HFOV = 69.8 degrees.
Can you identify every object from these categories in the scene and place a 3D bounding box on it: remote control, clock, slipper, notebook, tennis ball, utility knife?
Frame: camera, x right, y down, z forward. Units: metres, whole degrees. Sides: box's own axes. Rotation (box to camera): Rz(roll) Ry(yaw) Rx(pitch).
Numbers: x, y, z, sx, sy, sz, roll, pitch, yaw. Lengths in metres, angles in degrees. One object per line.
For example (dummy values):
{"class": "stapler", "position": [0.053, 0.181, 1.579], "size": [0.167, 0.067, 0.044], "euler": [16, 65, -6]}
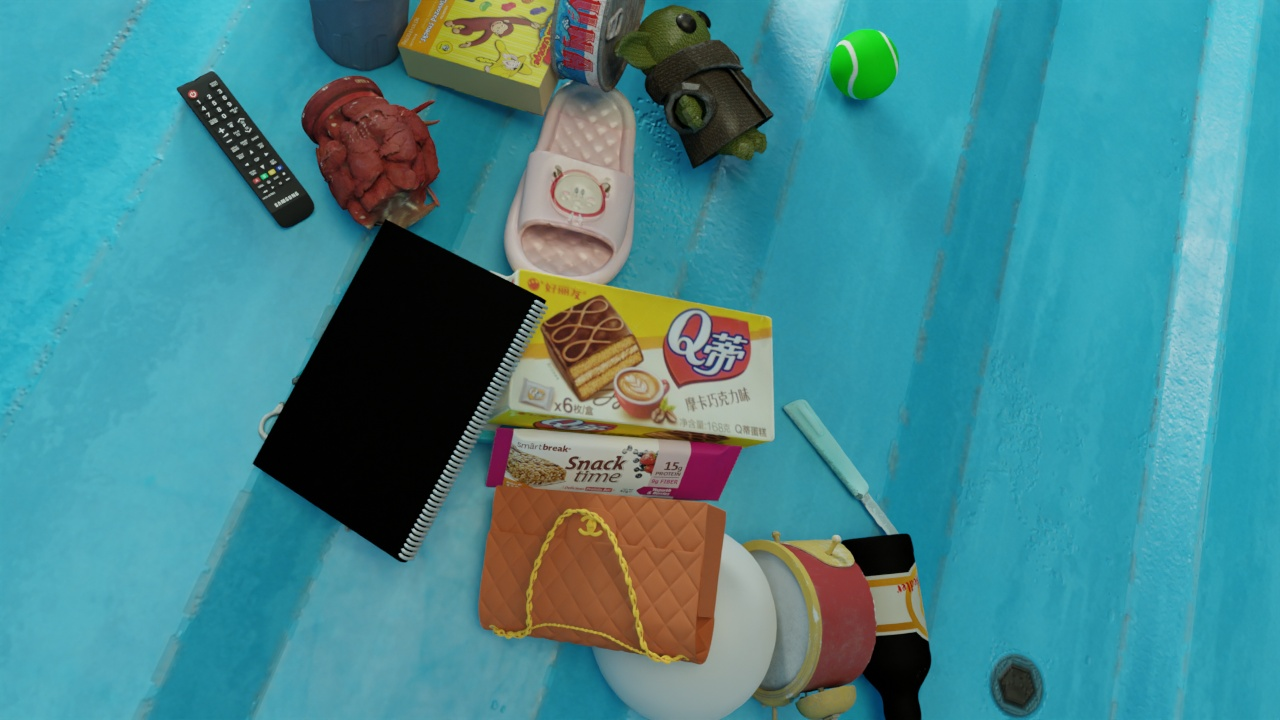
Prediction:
{"class": "remote control", "position": [-0.319, -0.172, 0.741], "size": [0.033, 0.015, 0.147], "euler": [-37, 87, -21]}
{"class": "clock", "position": [0.125, 0.214, 0.708], "size": [0.081, 0.117, 0.158], "euler": [5, 81, -32]}
{"class": "slipper", "position": [-0.049, -0.153, 0.782], "size": [0.106, 0.056, 0.221], "euler": [15, 63, -11]}
{"class": "notebook", "position": [-0.175, 0.018, 0.662], "size": [0.149, 0.016, 0.206], "euler": [27, 88, 19]}
{"class": "tennis ball", "position": [0.217, -0.287, 0.891], "size": [0.065, 0.065, 0.065], "euler": [4, 75, -14]}
{"class": "utility knife", "position": [0.184, 0.101, 0.805], "size": [0.022, 0.015, 0.165], "euler": [-35, 85, -20]}

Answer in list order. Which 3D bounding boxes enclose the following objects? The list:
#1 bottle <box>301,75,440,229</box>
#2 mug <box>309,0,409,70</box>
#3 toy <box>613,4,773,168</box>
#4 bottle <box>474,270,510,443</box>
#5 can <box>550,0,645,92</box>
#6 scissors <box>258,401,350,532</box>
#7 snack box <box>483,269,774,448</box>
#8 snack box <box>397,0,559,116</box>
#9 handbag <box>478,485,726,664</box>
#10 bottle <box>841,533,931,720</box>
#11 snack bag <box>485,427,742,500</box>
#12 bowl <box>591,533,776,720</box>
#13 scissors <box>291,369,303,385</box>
{"class": "bottle", "position": [-0.206, -0.164, 0.735], "size": [0.098, 0.099, 0.111], "euler": [-31, 75, -20]}
{"class": "mug", "position": [-0.234, -0.319, 0.756], "size": [0.083, 0.104, 0.124], "euler": [-8, 78, -17]}
{"class": "toy", "position": [0.055, -0.243, 0.813], "size": [0.153, 0.078, 0.178], "euler": [56, 35, -5]}
{"class": "bottle", "position": [-0.118, -0.002, 0.736], "size": [0.044, 0.044, 0.136], "euler": [6, 74, -14]}
{"class": "can", "position": [-0.032, -0.296, 0.770], "size": [0.044, 0.130, 0.129], "euler": [18, 71, 6]}
{"class": "scissors", "position": [-0.218, 0.045, 0.713], "size": [0.141, 0.014, 0.174], "euler": [10, 71, -10]}
{"class": "snack box", "position": [-0.004, 0.004, 0.732], "size": [0.230, 0.062, 0.110], "euler": [9, 73, -26]}
{"class": "snack box", "position": [-0.129, -0.275, 0.790], "size": [0.126, 0.040, 0.088], "euler": [18, 71, 6]}
{"class": "handbag", "position": [-0.033, 0.152, 0.663], "size": [0.172, 0.060, 0.108], "euler": [1, 75, 25]}
{"class": "bottle", "position": [0.207, 0.236, 0.753], "size": [0.059, 0.059, 0.181], "euler": [-2, 76, -16]}
{"class": "snack bag", "position": [-0.021, 0.085, 0.731], "size": [0.196, 0.070, 0.016], "euler": [6, 41, -14]}
{"class": "bowl", "position": [0.023, 0.194, 0.681], "size": [0.150, 0.043, 0.149], "euler": [-7, 73, 22]}
{"class": "scissors", "position": [-0.195, -0.001, 0.716], "size": [0.154, 0.019, 0.124], "euler": [-21, 76, -15]}
